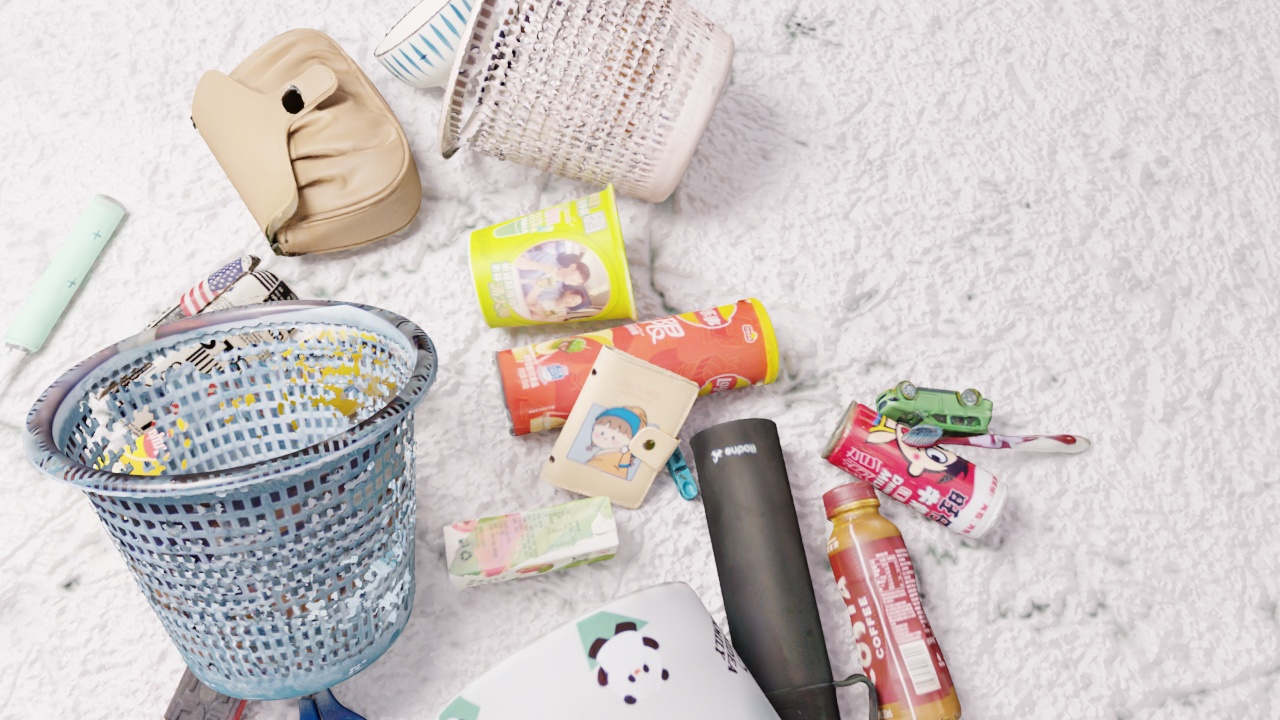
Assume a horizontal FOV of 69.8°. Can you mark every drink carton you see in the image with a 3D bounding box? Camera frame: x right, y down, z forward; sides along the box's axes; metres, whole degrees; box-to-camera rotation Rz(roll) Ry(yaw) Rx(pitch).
[{"bbox_3d":[-0.080,0.133,0.673,0.122,0.054,0.045,-11,68,-9],"label":"drink carton"}]

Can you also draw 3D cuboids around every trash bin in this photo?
[{"bbox_3d":[-0.233,0.093,0.583,0.226,0.195,0.226,-1,28,0],"label":"trash bin"},{"bbox_3d":[0.013,0.285,0.532,0.229,0.230,0.251,-25,65,-13],"label":"trash bin"},{"bbox_3d":[-0.037,-0.236,0.761,0.192,0.228,0.227,23,67,-7],"label":"trash bin"}]

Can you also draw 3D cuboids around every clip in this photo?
[{"bbox_3d":[0.029,0.084,0.719,0.014,0.039,0.056,-21,78,-11],"label":"clip"}]

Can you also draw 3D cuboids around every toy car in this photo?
[{"bbox_3d":[-0.295,0.235,0.629,0.049,0.031,0.106,16,66,4],"label":"toy car"},{"bbox_3d":[0.235,0.041,0.735,0.091,0.043,0.036,10,67,2],"label":"toy car"}]

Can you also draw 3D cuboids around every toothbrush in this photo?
[{"bbox_3d":[0.282,0.060,0.714,0.187,0.017,0.016,3,47,-23],"label":"toothbrush"},{"bbox_3d":[-0.482,-0.039,0.739,0.026,0.027,0.224,11,66,16],"label":"toothbrush"}]

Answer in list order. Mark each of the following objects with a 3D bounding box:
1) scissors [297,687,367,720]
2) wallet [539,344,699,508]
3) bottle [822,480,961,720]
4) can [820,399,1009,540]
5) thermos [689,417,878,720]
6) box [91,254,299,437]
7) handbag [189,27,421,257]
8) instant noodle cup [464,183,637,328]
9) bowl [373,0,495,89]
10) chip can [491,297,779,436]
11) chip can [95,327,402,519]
[{"bbox_3d":[-0.243,0.233,0.645,0.175,0.012,0.107,38,70,14],"label":"scissors"},{"bbox_3d":[-0.013,0.053,0.689,0.087,0.024,0.115,23,104,-15],"label":"wallet"},{"bbox_3d":[0.176,0.176,0.667,0.057,0.057,0.174,-11,68,-8],"label":"bottle"},{"bbox_3d":[0.211,0.085,0.709,0.133,0.053,0.053,29,68,9],"label":"can"},{"bbox_3d":[0.103,0.164,0.663,0.090,0.068,0.242,-11,69,-1],"label":"thermos"},{"bbox_3d":[-0.356,-0.019,0.727,0.088,0.076,0.162,31,70,36],"label":"box"},{"bbox_3d":[-0.281,-0.187,0.773,0.147,0.100,0.204,-34,69,-13],"label":"handbag"},{"bbox_3d":[-0.072,-0.076,0.739,0.123,0.112,0.111,-10,68,0],"label":"instant noodle cup"},{"bbox_3d":[-0.176,-0.288,0.830,0.066,0.117,0.116,48,65,-31],"label":"bowl"},{"bbox_3d":[-0.004,0.004,0.723,0.216,0.073,0.073,-11,68,-7],"label":"chip can"},{"bbox_3d":[-0.287,0.045,0.691,0.213,0.072,0.072,-34,73,-17],"label":"chip can"}]
